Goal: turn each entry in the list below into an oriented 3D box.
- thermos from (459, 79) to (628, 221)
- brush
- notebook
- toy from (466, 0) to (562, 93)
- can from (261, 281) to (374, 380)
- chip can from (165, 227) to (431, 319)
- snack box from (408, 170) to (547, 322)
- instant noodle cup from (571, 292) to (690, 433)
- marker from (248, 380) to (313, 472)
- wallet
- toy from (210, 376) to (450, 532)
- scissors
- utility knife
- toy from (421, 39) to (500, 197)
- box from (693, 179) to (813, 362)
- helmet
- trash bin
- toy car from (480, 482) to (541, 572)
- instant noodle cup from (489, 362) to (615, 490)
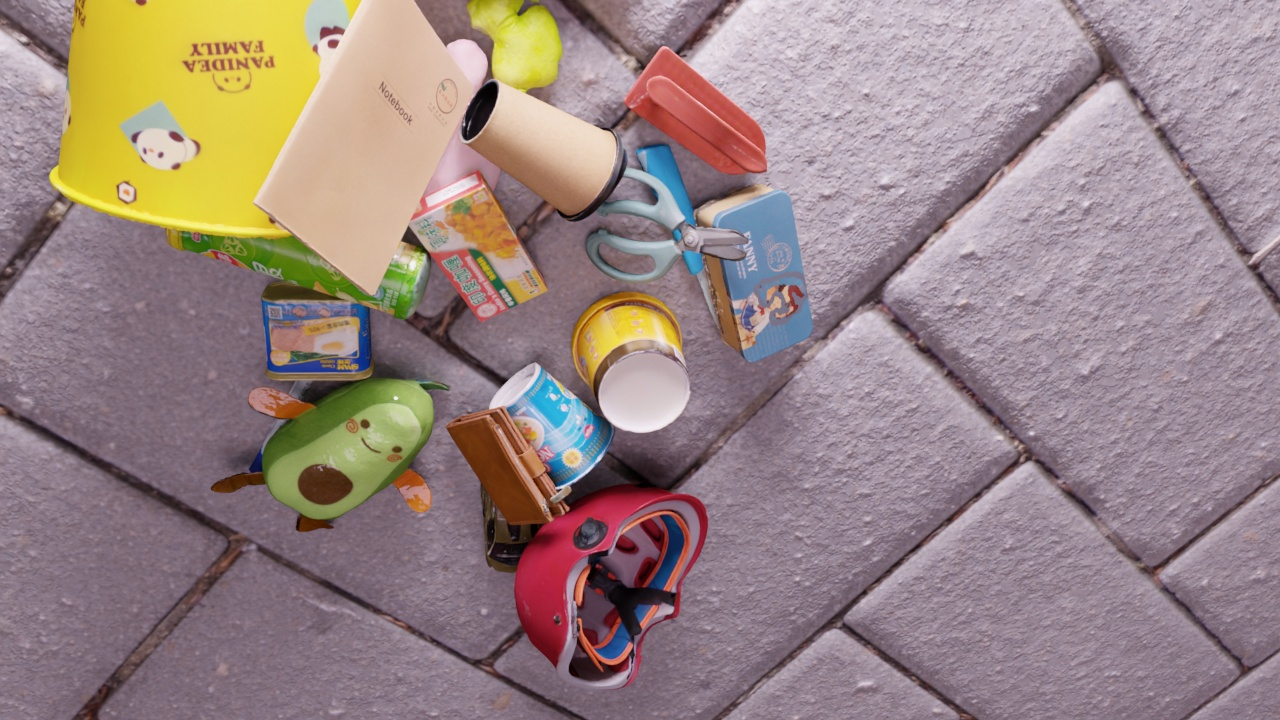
[{"bbox_3d":[-0.084,-0.188,0.819,0.143,0.093,0.093,25,111,-35],"label":"thermos"},{"bbox_3d":[0.059,-0.222,0.854,0.145,0.069,0.063,31,109,-24],"label":"brush"},{"bbox_3d":[-0.203,-0.171,0.708,0.207,0.008,0.148,-68,157,-15],"label":"notebook"},{"bbox_3d":[-0.105,-0.287,0.806,0.100,0.031,0.096,34,88,-29],"label":"toy"},{"bbox_3d":[-0.313,-0.029,0.893,0.102,0.057,0.083,0,115,-11],"label":"can"},{"bbox_3d":[-0.302,-0.101,0.832,0.221,0.072,0.073,17,113,-11],"label":"chip can"},{"bbox_3d":[-0.152,-0.104,0.867,0.077,0.027,0.156,-25,143,3],"label":"snack box"},{"bbox_3d":[-0.006,0.005,0.936,0.118,0.114,0.119,-5,118,-9],"label":"instant noodle cup"},{"bbox_3d":[-0.370,0.061,0.952,0.017,0.017,0.146,26,110,-22],"label":"marker"},{"bbox_3d":[-0.136,0.111,0.946,0.119,0.035,0.130,-16,108,47],"label":"wallet"},{"bbox_3d":[-0.308,0.097,0.942,0.247,0.090,0.227,-38,127,14],"label":"toy"},{"bbox_3d":[0.023,-0.110,0.889,0.180,0.019,0.144,22,121,13],"label":"scissors"},{"bbox_3d":[0.050,-0.122,0.933,0.034,0.018,0.218,-32,120,-11],"label":"utility knife"},{"bbox_3d":[-0.182,-0.208,0.823,0.121,0.054,0.160,-1,115,-22],"label":"toy"},{"bbox_3d":[0.114,-0.094,0.930,0.089,0.061,0.184,-26,122,-13],"label":"box"},{"bbox_3d":[-0.046,0.231,1.029,0.239,0.144,0.207,-55,142,-13],"label":"helmet"},{"bbox_3d":[-0.311,-0.247,0.693,0.229,0.229,0.256,8,110,-15],"label":"trash bin"},{"bbox_3d":[-0.145,0.185,1.048,0.070,0.042,0.158,-4,121,-8],"label":"toy car"},{"bbox_3d":[-0.098,0.064,0.968,0.099,0.099,0.110,-39,110,10],"label":"instant noodle cup"}]
